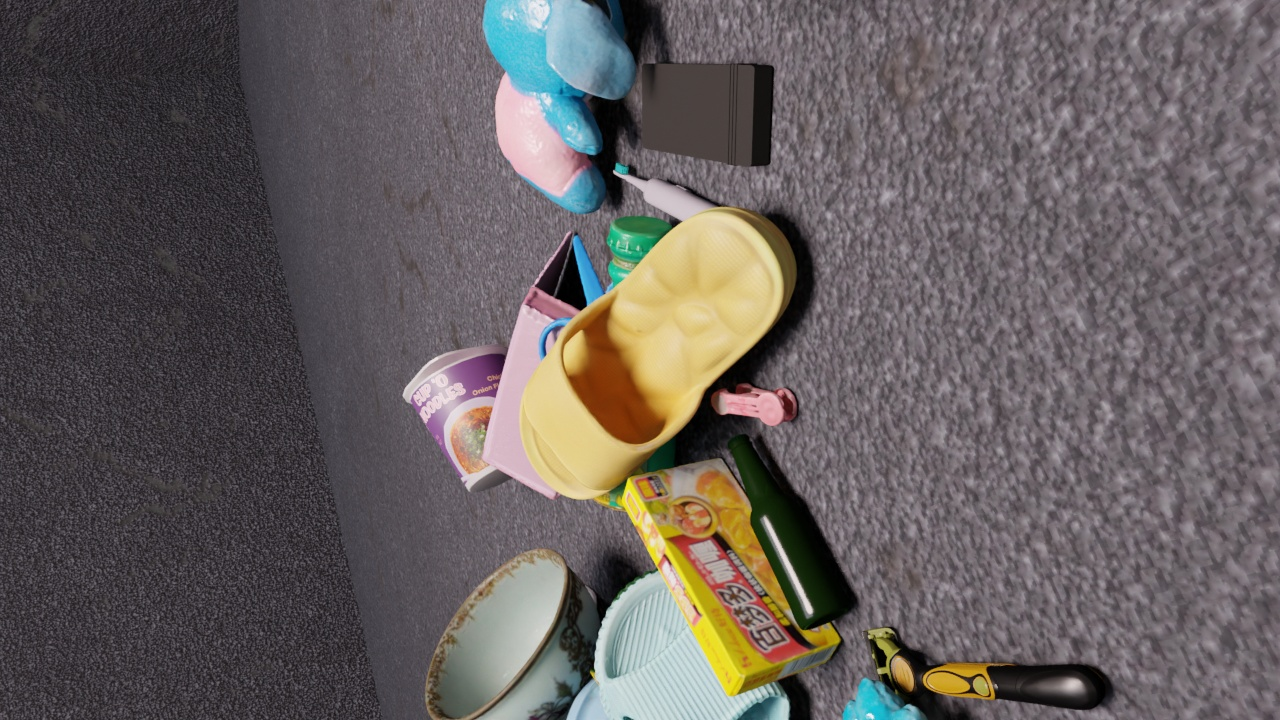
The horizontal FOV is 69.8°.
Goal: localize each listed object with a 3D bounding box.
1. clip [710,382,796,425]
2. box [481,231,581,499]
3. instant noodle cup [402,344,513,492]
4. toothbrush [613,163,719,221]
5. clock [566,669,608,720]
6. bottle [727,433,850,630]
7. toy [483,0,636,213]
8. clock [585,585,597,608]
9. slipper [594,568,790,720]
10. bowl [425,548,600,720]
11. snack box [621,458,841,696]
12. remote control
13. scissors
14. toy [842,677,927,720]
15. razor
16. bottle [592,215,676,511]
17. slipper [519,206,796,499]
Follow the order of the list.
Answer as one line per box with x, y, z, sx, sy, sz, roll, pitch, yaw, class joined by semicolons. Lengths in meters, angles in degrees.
0.066;0.026;0.563;0.060;0.045;0.023;-142;42;-72;clip
-0.071;0.009;0.838;0.106;0.115;0.233;29;139;6;box
-0.169;0.065;0.962;0.122;0.122;0.137;62;177;14;instant noodle cup
0.026;-0.106;0.613;0.188;0.018;0.019;40;127;52;toothbrush
0.005;0.310;0.694;0.060;0.117;0.162;-28;68;50;clock
0.084;0.099;0.554;0.123;0.033;0.033;65;150;28;bottle
-0.068;-0.221;0.682;0.192;0.098;0.223;96;157;-43;toy
-0.103;0.256;0.895;0.159;0.119;0.061;8;112;51;clock
0.051;0.255;0.589;0.276;0.116;0.069;56;178;32;slipper
-0.089;0.248;0.759;0.094;0.159;0.160;45;164;-23;bowl
0.053;0.130;0.578;0.152;0.075;0.025;57;144;38;snack box
0.038;-0.157;0.576;0.133;0.013;0.058;32;127;57;remote control
-0.025;-0.030;0.698;0.123;0.016;0.126;36;110;1;scissors
0.143;0.223;0.452;0.132;0.062;0.092;63;142;39;toy
0.159;0.152;0.441;0.144;0.021;0.044;-30;73;60;razor
-0.004;0.004;0.655;0.068;0.068;0.210;40;133;52;bottle
-0.011;0.009;0.571;0.099;0.078;0.264;49;127;6;slipper
